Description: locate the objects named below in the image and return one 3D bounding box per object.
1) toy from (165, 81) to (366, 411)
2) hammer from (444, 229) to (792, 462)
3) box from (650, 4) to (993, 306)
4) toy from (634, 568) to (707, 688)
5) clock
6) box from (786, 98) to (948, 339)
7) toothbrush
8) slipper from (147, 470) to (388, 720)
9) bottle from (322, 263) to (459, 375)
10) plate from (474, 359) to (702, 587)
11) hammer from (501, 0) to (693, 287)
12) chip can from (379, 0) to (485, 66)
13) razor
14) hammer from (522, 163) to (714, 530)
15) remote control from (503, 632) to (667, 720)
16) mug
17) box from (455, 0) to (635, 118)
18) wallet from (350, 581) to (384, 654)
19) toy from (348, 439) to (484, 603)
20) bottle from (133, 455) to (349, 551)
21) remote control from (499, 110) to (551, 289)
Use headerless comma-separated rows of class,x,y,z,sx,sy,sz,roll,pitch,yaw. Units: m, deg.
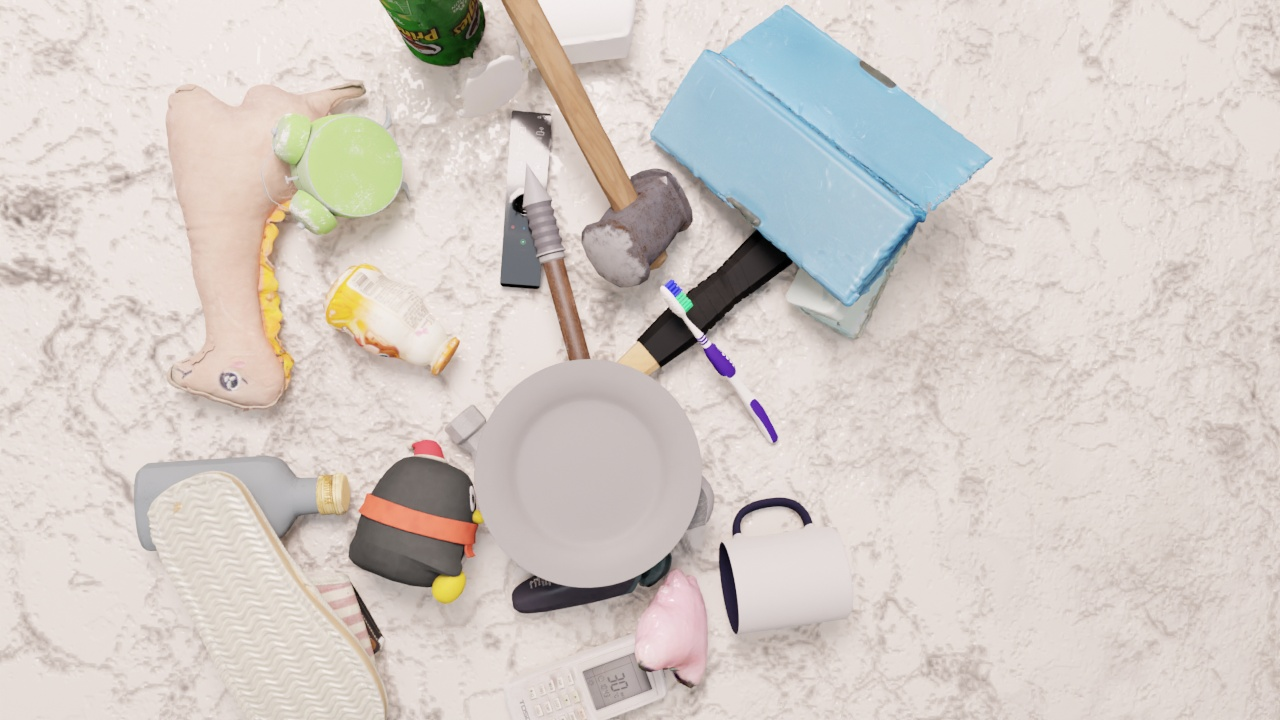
toy,-0.302,-0.094,0.749,0.196,0.065,0.264,-11,99,-14
hammer,-0.005,0.005,0.791,0.328,0.039,0.131,-41,96,-3
box,0.136,-0.177,0.736,0.232,0.066,0.173,44,95,20
toy,0.030,0.227,0.784,0.050,0.102,0.093,-7,63,27
clock,-0.239,-0.153,0.727,0.119,0.043,0.094,-24,112,-31
box,0.210,-0.117,0.798,0.096,0.086,0.199,27,91,-33
toothbrush,0.071,0.004,0.779,0.016,0.015,0.187,-44,117,-11
slipper,-0.292,0.203,0.741,0.115,0.052,0.263,-28,101,-1
bottle,-0.203,-0.031,0.757,0.108,0.063,0.063,34,89,-5
plate,-0.041,0.088,0.723,0.178,0.012,0.178,0,89,-6
hammer,-0.057,-0.208,0.697,0.097,0.052,0.328,-53,126,-37
chip can,-0.159,-0.278,0.671,0.075,0.223,0.075,0,95,-5
razor,-0.042,0.186,0.793,0.143,0.047,0.052,-16,118,-2
hammer,-0.049,-0.001,0.749,0.156,0.043,0.322,-15,93,-6
remote control,-0.048,0.286,0.803,0.138,0.025,0.060,-19,94,-4
mug,0.120,0.174,0.795,0.097,0.079,0.111,-7,65,-5
box,-0.080,-0.262,0.747,0.160,0.084,0.118,-7,85,-4
wallet,-0.289,0.246,0.782,0.123,0.019,0.072,-30,94,-3
toy,-0.178,0.126,0.751,0.099,0.098,0.119,18,82,-12
bottle,-0.326,0.116,0.760,0.161,0.046,0.072,-3,92,-5
remote control,-0.098,-0.137,0.788,0.034,0.013,0.150,4,92,-5
